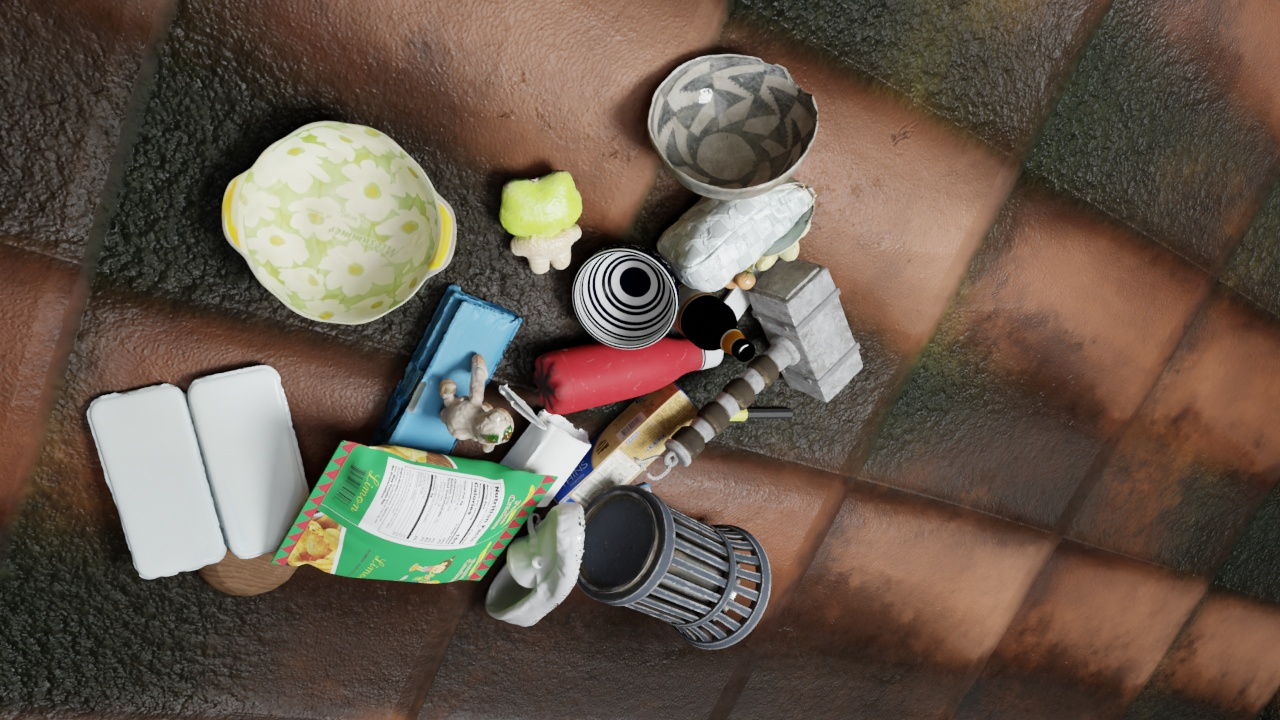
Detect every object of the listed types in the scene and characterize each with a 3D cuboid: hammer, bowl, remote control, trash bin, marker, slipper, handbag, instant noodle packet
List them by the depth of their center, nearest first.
[{"bbox_3d":[-0.285,-0.132,0.892,0.219,0.060,0.188,7,98,-2],"label":"bowl"},{"bbox_3d":[0.096,-0.238,0.993,0.178,0.178,0.081,-26,157,-11],"label":"bowl"},{"bbox_3d":[-0.244,0.174,1.007,0.252,0.090,0.196,15,124,-36],"label":"instant noodle packet"},{"bbox_3d":[-0.436,0.219,1.025,0.117,0.030,0.118,-9,116,-20],"label":"bowl"},{"bbox_3d":[-0.012,-0.080,1.046,0.120,0.066,0.120,5,116,11],"label":"bowl"},{"bbox_3d":[0.112,-0.142,1.056,0.171,0.112,0.123,-39,129,-4],"label":"handbag"},{"bbox_3d":[-0.126,0.246,1.104,0.074,0.112,0.248,2,143,-30],"label":"slipper"},{"bbox_3d":[0.126,0.036,1.115,0.325,0.079,0.177,-42,127,-17],"label":"hammer"},{"bbox_3d":[0.034,0.253,1.138,0.164,0.164,0.227,-51,135,4],"label":"trash bin"},{"bbox_3d":[0.144,-0.108,1.140,0.033,0.012,0.131,32,98,-34],"label":"remote control"},{"bbox_3d":[0.148,0.072,1.221,0.123,0.017,0.021,1,145,-26],"label":"marker"}]

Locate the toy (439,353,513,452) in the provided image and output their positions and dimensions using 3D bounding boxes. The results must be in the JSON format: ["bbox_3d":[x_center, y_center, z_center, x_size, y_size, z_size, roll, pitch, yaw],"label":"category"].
[{"bbox_3d":[-0.170,0.053,0.979,0.074,0.106,0.085,-11,125,-33],"label":"toy"}]

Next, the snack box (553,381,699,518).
[{"bbox_3d":[-0.021,0.110,1.143,0.207,0.057,0.056,-43,121,1],"label":"snack box"}]

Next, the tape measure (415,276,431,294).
[{"bbox_3d":[-0.244,-0.110,0.955,0.064,0.037,0.065,24,99,-31],"label":"tape measure"}]

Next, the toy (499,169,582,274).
[{"bbox_3d":[-0.105,-0.148,0.995,0.092,0.046,0.115,-17,125,-15],"label":"toy"}]

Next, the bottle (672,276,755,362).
[{"bbox_3d":[0.078,-0.042,1.041,0.059,0.181,0.059,-9,116,-20],"label":"bottle"}]

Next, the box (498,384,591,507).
[{"bbox_3d":[-0.136,0.103,1.065,0.106,0.080,0.150,-52,134,4],"label":"box"}]

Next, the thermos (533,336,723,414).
[{"bbox_3d":[-0.007,0.006,1.091,0.239,0.073,0.073,-12,117,-27],"label":"thermos"}]

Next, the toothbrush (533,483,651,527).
[{"bbox_3d":[-0.063,0.192,1.186,0.166,0.014,0.016,-17,118,-15],"label":"toothbrush"}]

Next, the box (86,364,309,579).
[{"bbox_3d":[-0.452,0.117,0.958,0.188,0.037,0.209,-12,106,-21],"label":"box"}]

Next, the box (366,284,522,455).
[{"bbox_3d":[-0.221,0.037,1.024,0.093,0.052,0.232,24,102,-31],"label":"box"}]
